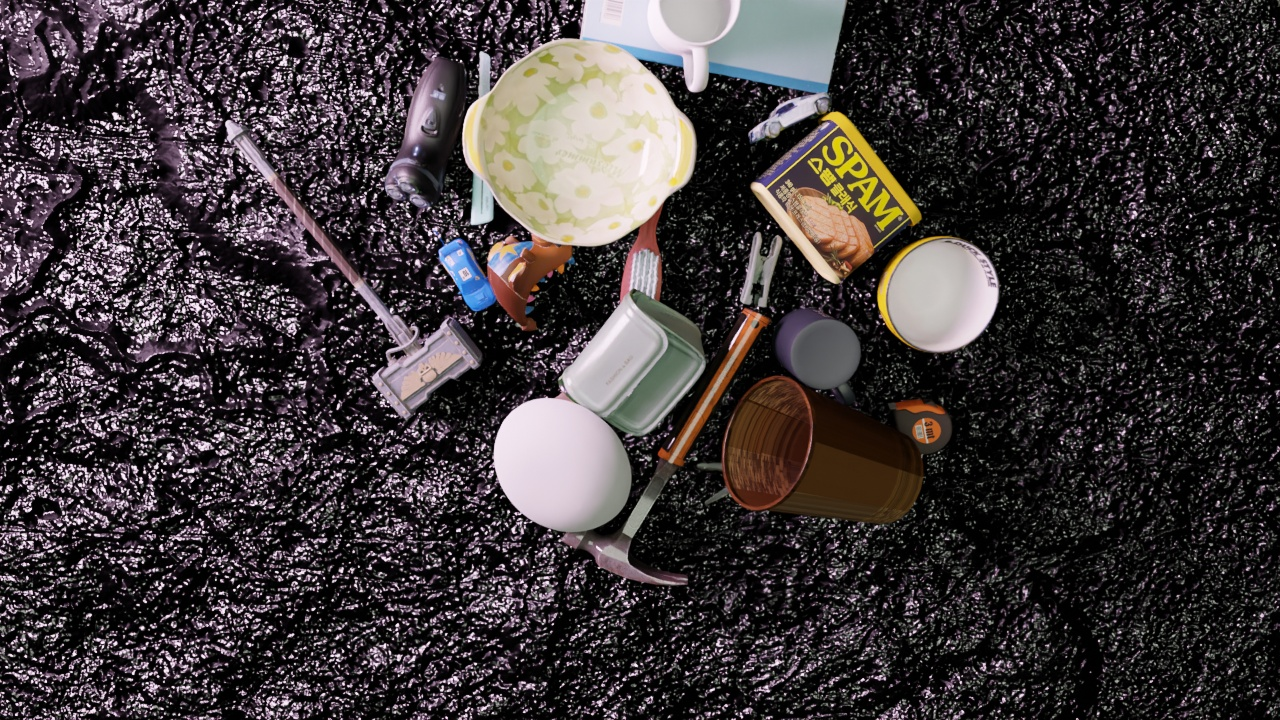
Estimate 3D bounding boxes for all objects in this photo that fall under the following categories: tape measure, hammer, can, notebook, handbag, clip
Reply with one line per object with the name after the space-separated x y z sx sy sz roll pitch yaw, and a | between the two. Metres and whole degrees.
0.303 0.069 0.989 0.059 0.038 0.058 -14 102 12 | tape measure
-0.292 -0.097 0.894 0.098 0.044 0.322 -36 103 3 | hammer
0.054 0.092 0.964 0.138 0.035 0.314 31 95 1 | hammer
0.191 -0.159 0.912 0.104 0.075 0.135 -40 102 6 | can
0.078 -0.371 0.889 0.253 0.009 0.181 9 101 -7 | notebook
-0.005 0.005 0.911 0.106 0.067 0.122 32 114 -19 | handbag
0.124 -0.093 0.945 0.042 0.023 0.076 9 103 -9 | clip

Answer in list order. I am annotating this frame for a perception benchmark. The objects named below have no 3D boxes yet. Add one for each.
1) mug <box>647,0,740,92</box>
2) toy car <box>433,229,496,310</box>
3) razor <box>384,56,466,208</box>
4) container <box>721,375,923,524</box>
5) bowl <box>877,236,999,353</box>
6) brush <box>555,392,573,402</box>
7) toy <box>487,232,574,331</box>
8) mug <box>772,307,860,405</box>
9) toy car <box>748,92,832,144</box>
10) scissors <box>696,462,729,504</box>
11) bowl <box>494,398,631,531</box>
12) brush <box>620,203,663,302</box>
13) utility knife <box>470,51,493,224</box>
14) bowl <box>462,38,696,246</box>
0.049 -0.305 0.848 0.074 0.090 0.110 -6 104 -4 | mug
-0.175 -0.088 0.898 0.033 0.062 0.092 -30 103 1 | toy car
-0.201 -0.216 0.868 0.053 0.063 0.140 17 101 -9 | razor
0.188 0.101 0.925 0.167 0.132 0.132 17 100 -29 | container
0.297 -0.070 0.942 0.117 0.067 0.117 -1 102 -5 | bowl
-0.083 0.050 0.962 0.050 0.015 0.135 35 91 -10 | brush
-0.104 -0.082 0.921 0.090 0.070 0.103 -31 129 -14 | toy
0.187 0.000 0.941 0.071 0.077 0.105 -33 103 2 | mug
0.146 -0.241 0.907 0.090 0.038 0.027 -26 101 0 | toy car
0.141 0.105 0.992 0.141 0.014 0.158 25 96 -10 | scissors
-0.086 0.114 0.916 0.150 0.043 0.150 8 115 18 | bowl
0.006 -0.112 0.926 0.041 0.030 0.172 5 101 -7 | brush
-0.154 -0.216 0.900 0.022 0.015 0.166 2 98 -4 | utility knife
-0.058 -0.207 0.885 0.219 0.060 0.188 3 102 -5 | bowl
